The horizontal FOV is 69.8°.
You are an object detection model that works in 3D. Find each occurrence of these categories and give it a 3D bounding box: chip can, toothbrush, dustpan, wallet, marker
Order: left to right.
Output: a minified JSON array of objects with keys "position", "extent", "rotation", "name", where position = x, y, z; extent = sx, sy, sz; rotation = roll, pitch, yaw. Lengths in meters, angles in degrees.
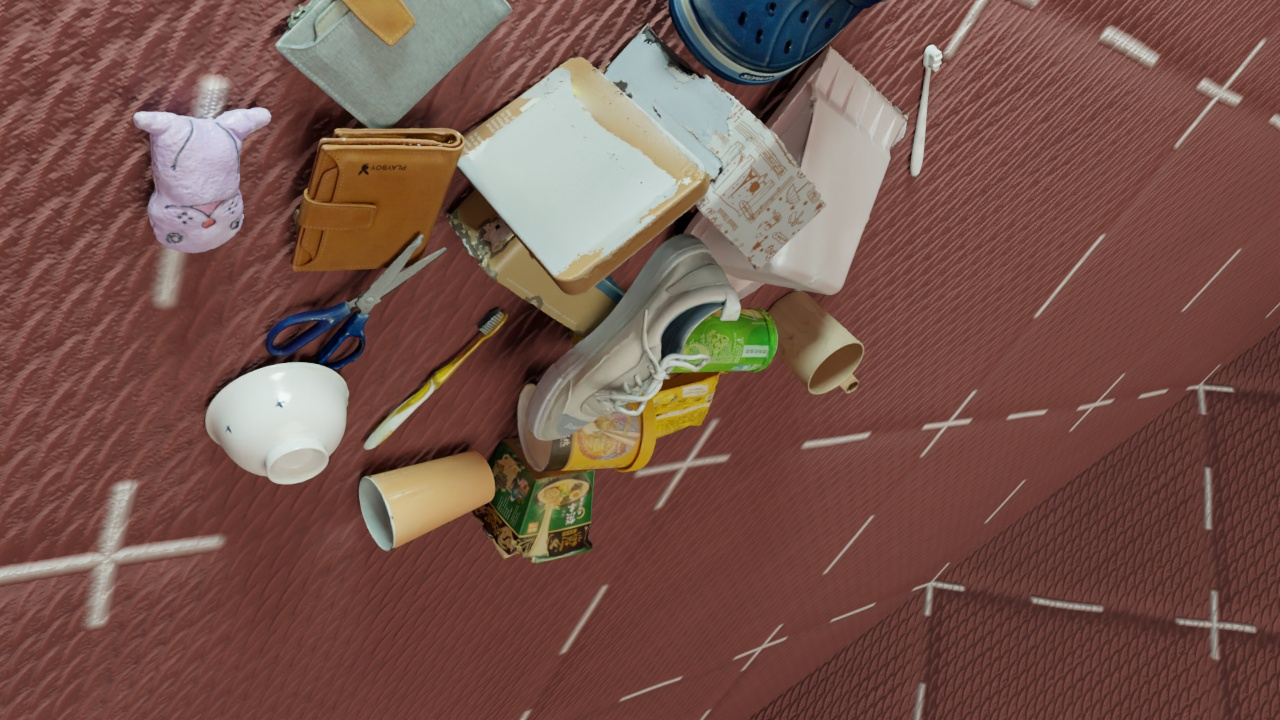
[{"position":[-0.196,-0.115,0.673],"extent":[0.107,0.031,0.132],"rotation":[-9,149,-36],"name":"wallet"},{"position":[-0.158,-0.219,0.598],"extent":[0.130,0.037,0.106],"rotation":[-41,148,6],"name":"wallet"},{"position":[-0.197,0.019,0.868],"extent":[0.191,0.016,0.018],"rotation":[-43,136,6],"name":"toothbrush"},{"position":[0.040,-0.021,0.959],"extent":[0.221,0.072,0.073],"rotation":[-1,132,-28],"name":"chip can"},{"position":[0.070,-0.171,0.890],"extent":[0.015,0.018,0.124],"rotation":[10,125,-43],"name":"marker"},{"position":[0.140,-0.170,0.949],"extent":[0.222,0.139,0.273],"rotation":[14,95,-55],"name":"dustpan"},{"position":[0.311,-0.266,1.005],"extent":[0.016,0.016,0.180],"rotation":[-29,146,-11],"name":"toothbrush"}]

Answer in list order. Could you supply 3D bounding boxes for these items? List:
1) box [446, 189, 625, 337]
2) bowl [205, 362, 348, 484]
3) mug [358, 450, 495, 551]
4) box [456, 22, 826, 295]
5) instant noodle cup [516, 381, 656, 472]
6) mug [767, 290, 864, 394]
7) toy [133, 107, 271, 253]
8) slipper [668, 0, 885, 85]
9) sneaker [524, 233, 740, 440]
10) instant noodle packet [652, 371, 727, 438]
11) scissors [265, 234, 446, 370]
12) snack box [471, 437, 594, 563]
[{"position":[-0.080,-0.083,0.791],"extent":[0.059,0.090,0.184],"rotation":[-45,149,10],"name":"box"},{"position":[-0.297,0.064,0.772],"extent":[0.118,0.064,0.118],"rotation":[-21,148,-14],"name":"bowl"},{"position":[-0.216,0.139,0.944],"extent":[0.122,0.078,0.078],"rotation":[-17,141,-36],"name":"mug"},{"position":[0.008,-0.137,0.727],"extent":[0.226,0.180,0.156],"rotation":[-38,149,-4],"name":"box"},{"position":[-0.061,0.065,0.969],"extent":[0.114,0.118,0.119],"rotation":[-5,135,-29],"name":"instant noodle cup"},{"position":[0.216,-0.017,1.136],"extent":[0.084,0.103,0.124],"rotation":[-44,147,8],"name":"mug"},{"position":[-0.286,-0.117,0.598],"extent":[0.083,0.039,0.108],"rotation":[-19,142,-42],"name":"toy"},{"position":[0.138,-0.296,0.691],"extent":[0.252,0.105,0.095],"rotation":[-38,-167,-21],"name":"slipper"},{"position":[-0.005,0.005,0.816],"extent":[0.243,0.090,0.089],"rotation":[-47,155,24],"name":"sneaker"},{"position":[0.035,0.051,1.101],"extent":[0.128,0.044,0.111],"rotation":[-13,146,-27],"name":"instant noodle packet"},{"position":[-0.222,-0.041,0.747],"extent":[0.171,0.012,0.141],"rotation":[-19,150,-8],"name":"scissors"},{"position":[-0.112,0.146,1.026],"extent":[0.117,0.118,0.106],"rotation":[-5,124,-40],"name":"snack box"}]
